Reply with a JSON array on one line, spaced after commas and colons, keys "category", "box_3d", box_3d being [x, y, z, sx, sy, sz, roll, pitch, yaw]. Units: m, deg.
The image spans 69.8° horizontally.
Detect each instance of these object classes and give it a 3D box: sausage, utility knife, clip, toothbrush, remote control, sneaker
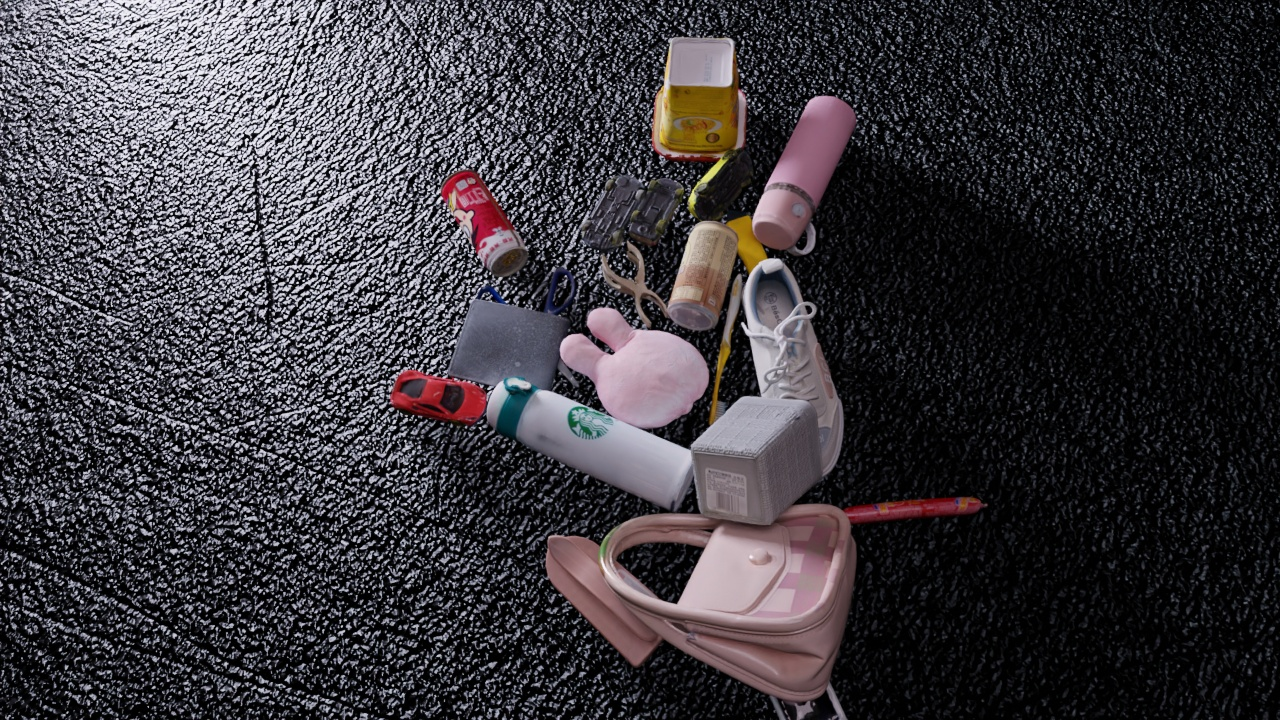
[{"category": "sausage", "box_3d": [0.275, 0.152, 0.935, 0.156, 0.020, 0.020, -5, 64, 0]}, {"category": "utility knife", "box_3d": [0.133, -0.114, 1.071, 0.033, 0.015, 0.153, -19, 66, 1]}, {"category": "clip", "box_3d": [0.004, -0.096, 1.060, 0.104, 0.035, 0.084, 39, 73, 14]}, {"category": "toothbrush", "box_3d": [0.099, -0.014, 1.026, 0.018, 0.016, 0.191, 14, 66, -2]}, {"category": "remote control", "box_3d": [0.141, 0.289, 0.875, 0.058, 0.021, 0.150, -21, 65, -7]}, {"category": "sneaker", "box_3d": [0.162, 0.005, 0.966, 0.089, 0.091, 0.242, -11, 71, -1]}]

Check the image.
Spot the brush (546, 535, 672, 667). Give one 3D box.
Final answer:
[{"category": "brush", "box_3d": [-0.035, 0.224, 0.889, 0.145, 0.073, 0.063, 39, 73, 21]}]

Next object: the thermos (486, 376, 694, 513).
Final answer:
[{"category": "thermos", "box_3d": [-0.053, 0.082, 0.956, 0.224, 0.073, 0.073, 22, 68, 12]}]

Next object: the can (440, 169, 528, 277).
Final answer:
[{"category": "can", "box_3d": [-0.186, -0.163, 1.091, 0.053, 0.053, 0.132, -30, 67, -11]}]

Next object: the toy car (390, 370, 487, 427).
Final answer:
[{"category": "toy car", "box_3d": [-0.221, 0.041, 1.010, 0.106, 0.031, 0.049, 13, 67, 7]}]

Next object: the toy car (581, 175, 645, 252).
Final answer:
[{"category": "toy car", "box_3d": [-0.031, -0.175, 1.100, 0.049, 0.031, 0.105, 22, 69, 12]}]

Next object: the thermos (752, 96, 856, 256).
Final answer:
[{"category": "thermos", "box_3d": [0.200, -0.216, 1.090, 0.087, 0.067, 0.198, 37, 63, -23]}]

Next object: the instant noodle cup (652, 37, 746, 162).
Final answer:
[{"category": "instant noodle cup", "box_3d": [0.073, -0.318, 1.111, 0.116, 0.124, 0.116, 3, 65, 4]}]

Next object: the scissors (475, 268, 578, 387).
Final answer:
[{"category": "scissors", "box_3d": [-0.123, -0.038, 1.052, 0.175, 0.012, 0.162, 30, 71, 14]}]

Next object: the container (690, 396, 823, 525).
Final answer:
[{"category": "container", "box_3d": [0.111, 0.098, 0.892, 0.090, 0.090, 0.114, 2, 20, 34]}]

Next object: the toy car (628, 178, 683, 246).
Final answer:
[{"category": "toy car", "box_3d": [0.020, -0.178, 1.097, 0.042, 0.035, 0.090, 23, 67, 11]}]

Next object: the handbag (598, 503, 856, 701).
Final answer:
[{"category": "handbag", "box_3d": [0.075, 0.199, 0.847, 0.234, 0.093, 0.192, 8, 24, 18]}]

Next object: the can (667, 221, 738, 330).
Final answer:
[{"category": "can", "box_3d": [0.072, -0.096, 1.042, 0.058, 0.058, 0.116, 14, 66, 9]}]

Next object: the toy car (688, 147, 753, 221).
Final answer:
[{"category": "toy car", "box_3d": [0.095, -0.212, 1.105, 0.032, 0.048, 0.105, 20, 64, 48]}]

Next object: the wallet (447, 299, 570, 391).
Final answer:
[{"category": "wallet", "box_3d": [-0.148, -0.014, 1.028, 0.121, 0.019, 0.097, 13, 72, 10]}]

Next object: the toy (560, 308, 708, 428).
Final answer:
[{"category": "toy", "box_3d": [-0.006, 0.006, 1.000, 0.159, 0.054, 0.121, 36, 64, 18]}]
